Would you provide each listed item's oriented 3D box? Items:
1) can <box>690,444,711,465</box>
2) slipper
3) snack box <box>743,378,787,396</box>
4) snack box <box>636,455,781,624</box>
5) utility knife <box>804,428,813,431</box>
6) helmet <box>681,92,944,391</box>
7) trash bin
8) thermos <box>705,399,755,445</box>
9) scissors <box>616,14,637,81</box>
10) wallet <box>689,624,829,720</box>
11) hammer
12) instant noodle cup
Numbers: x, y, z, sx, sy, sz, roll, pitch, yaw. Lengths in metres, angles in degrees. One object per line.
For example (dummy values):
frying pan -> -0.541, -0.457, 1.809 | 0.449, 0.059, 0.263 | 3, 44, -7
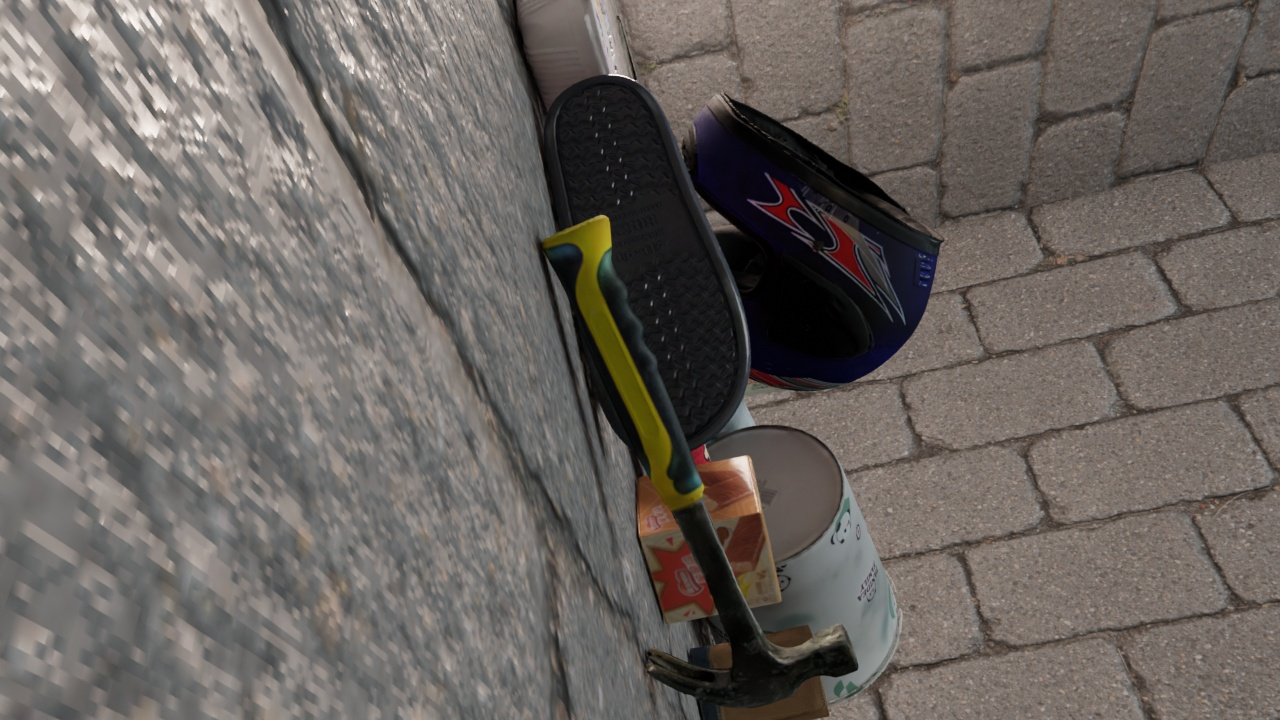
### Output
can -> 0.030, 0.081, 0.773 | 0.053, 0.053, 0.133 | -90, 159, -66
slipper -> 0.004, -0.065, 0.647 | 0.083, 0.111, 0.268 | 58, 17, -82
snack box -> 0.151, -0.033, 1.157 | 0.182, 0.178, 0.046 | -91, 169, -50
snack box -> 0.053, 0.141, 0.725 | 0.077, 0.094, 0.093 | -92, 168, -61
utility knife -> 0.126, 0.109, 1.072 | 0.018, 0.194, 0.034 | 70, -22, 7
helmet -> 0.145, -0.101, 0.972 | 0.315, 0.241, 0.247 | 29, 21, -15
trash bin -> 0.153, 0.219, 1.010 | 0.229, 0.230, 0.252 | -96, 166, -48
thermos -> 0.082, 0.056, 1.019 | 0.224, 0.073, 0.073 | 53, 25, -67
scissors -> -0.001, -0.236, 0.933 | 0.143, 0.021, 0.234 | 83, -5, -59
wallet -> 0.108, 0.296, 0.838 | 0.033, 0.115, 0.090 | -134, -149, -89
hammer -> 0.017, 0.070, 0.566 | 0.032, 0.126, 0.323 | -65, 132, -78
instant noodle cup -> -0.056, -0.257, 0.708 | 0.138, 0.060, 0.173 | 70, 10, -55
